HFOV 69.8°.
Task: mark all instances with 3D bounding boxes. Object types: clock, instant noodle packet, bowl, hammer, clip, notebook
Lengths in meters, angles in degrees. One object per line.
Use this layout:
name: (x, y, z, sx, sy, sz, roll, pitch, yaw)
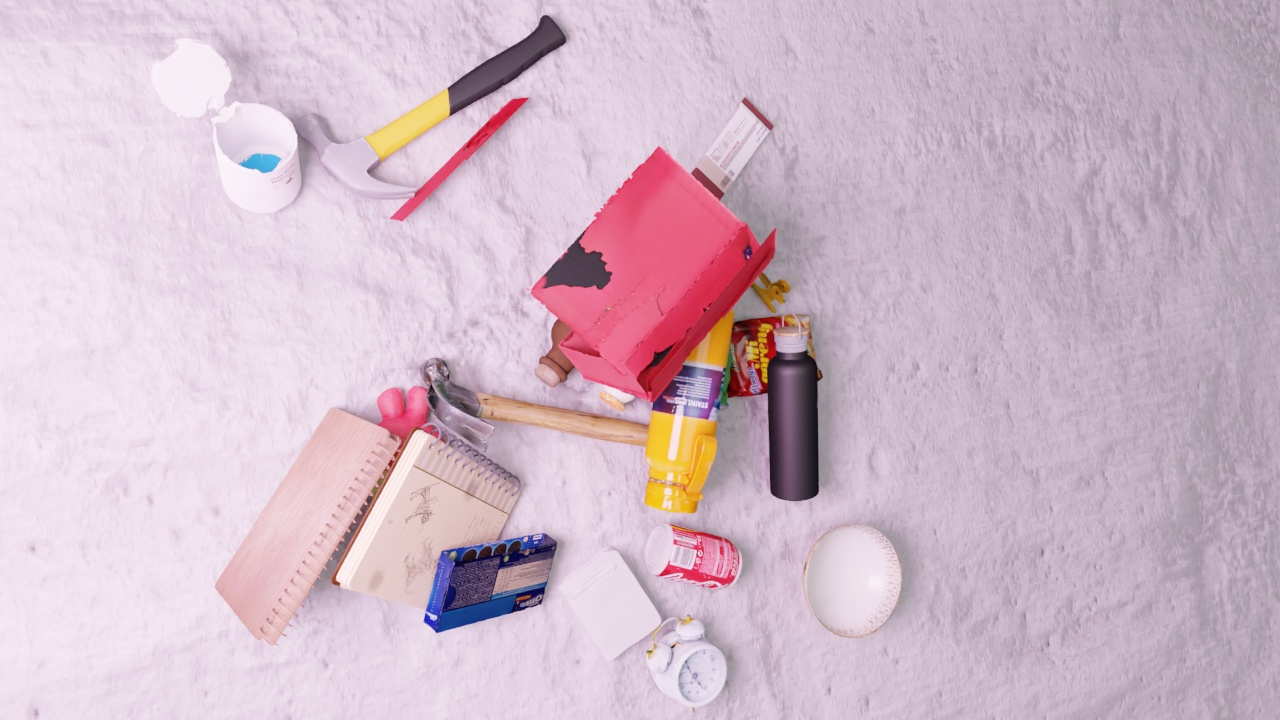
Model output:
clock: (0.051, 0.354, 1.085, 0.083, 0.057, 0.117, -37, 109, -20)
instant noodle packet: (0.165, -0.007, 1.165, 0.135, 0.040, 0.098, -8, 98, -24)
bowl: (0.257, 0.277, 1.176, 0.145, 0.063, 0.145, 1, 88, -23)
hammer: (-0.209, -0.290, 1.019, 0.322, 0.029, 0.127, -40, 95, -22)
clip: (0.171, -0.090, 1.168, 0.054, 0.050, 0.044, 51, 36, -12)
notebook: (-0.201, 0.167, 0.922, 0.024, 0.225, 0.167, 21, 76, 23)
notebook: (-0.319, 0.150, 0.878, 0.022, 0.169, 0.210, 39, 73, -34)
hammer: (-0.078, 0.070, 1.030, 0.330, 0.132, 0.033, 13, 112, -31)

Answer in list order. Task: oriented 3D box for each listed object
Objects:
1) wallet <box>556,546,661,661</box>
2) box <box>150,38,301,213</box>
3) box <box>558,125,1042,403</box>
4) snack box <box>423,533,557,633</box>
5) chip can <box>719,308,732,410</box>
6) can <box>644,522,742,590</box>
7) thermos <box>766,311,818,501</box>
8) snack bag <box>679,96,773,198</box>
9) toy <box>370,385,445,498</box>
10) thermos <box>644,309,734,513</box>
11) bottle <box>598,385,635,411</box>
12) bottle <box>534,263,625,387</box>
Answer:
wallet: (-0.036, 0.281, 1.070, 0.086, 0.032, 0.116, -30, 102, -11)
box: (-0.396, -0.222, 0.887, 0.143, 0.138, 0.083, 44, 66, -4)
box: (0.080, -0.085, 0.792, 0.141, 0.512, 0.215, 46, 72, -14)
snack box: (-0.156, 0.233, 0.973, 0.150, 0.027, 0.082, 3, 109, -51)
chip can: (0.076, -0.051, 1.110, 0.075, 0.075, 0.223, 5, 86, -23)
can: (0.063, 0.235, 1.094, 0.104, 0.064, 0.064, 19, 80, -21)
thermos: (0.187, 0.054, 1.128, 0.061, 0.061, 0.231, -10, 106, -24)
snack bag: (0.110, -0.260, 1.166, 0.057, 0.013, 0.157, 40, 73, -19)
toy: (-0.252, 0.092, 0.975, 0.091, 0.045, 0.135, 8, 74, -21)
thermos: (0.051, 0.052, 1.023, 0.076, 0.091, 0.232, 9, 88, -2)
bottle: (-0.006, 0.006, 1.077, 0.063, 0.063, 0.109, 35, 80, -18)
bottle: (-0.062, -0.035, 1.051, 0.068, 0.068, 0.156, 44, 72, -15)
